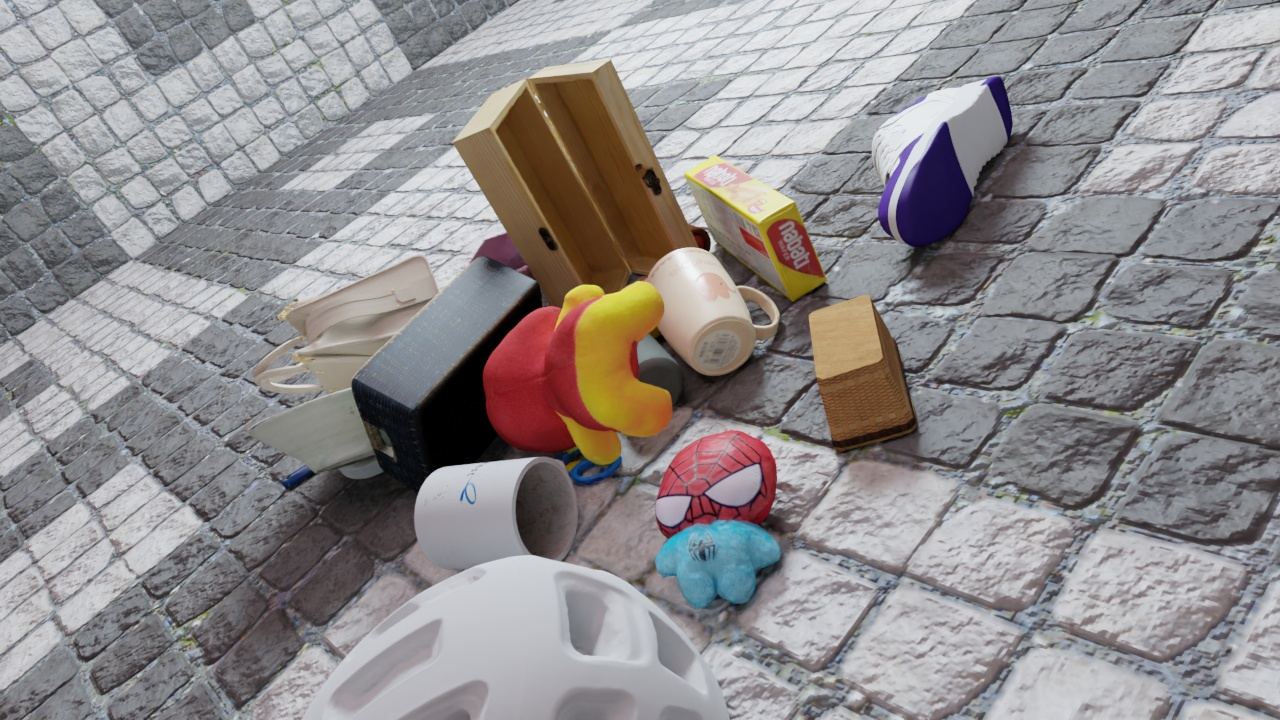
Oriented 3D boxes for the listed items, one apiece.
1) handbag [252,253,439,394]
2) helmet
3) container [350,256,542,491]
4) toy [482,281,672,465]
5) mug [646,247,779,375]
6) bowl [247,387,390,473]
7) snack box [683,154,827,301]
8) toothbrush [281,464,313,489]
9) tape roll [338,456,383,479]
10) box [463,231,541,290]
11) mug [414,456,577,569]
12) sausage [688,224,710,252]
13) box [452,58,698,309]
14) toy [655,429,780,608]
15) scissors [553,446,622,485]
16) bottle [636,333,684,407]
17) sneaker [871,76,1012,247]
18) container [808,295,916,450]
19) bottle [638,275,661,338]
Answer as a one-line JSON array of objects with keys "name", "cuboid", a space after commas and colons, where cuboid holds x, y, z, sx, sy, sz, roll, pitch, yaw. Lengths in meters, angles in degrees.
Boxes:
[{"name": "handbag", "cuboid": [-0.292, -0.012, 0.931, 0.197, 0.101, 0.195, -19, -16, -12]}, {"name": "helmet", "cuboid": [-0.098, 0.234, 0.525, 0.283, 0.184, 0.223, -42, 22, 19]}, {"name": "container", "cuboid": [-0.167, 0.016, 0.854, 0.071, 0.145, 0.186, 25, 54, 19]}, {"name": "toy", "cuboid": [-0.060, 0.012, 0.763, 0.217, 0.098, 0.147, -15, 71, 55]}, {"name": "mug", "cuboid": [0.070, -0.041, 0.829, 0.111, 0.085, 0.104, -4, 36, -16]}, {"name": "bowl", "cuboid": [-0.281, 0.068, 0.888, 0.176, 0.058, 0.177, -20, -4, -2]}, {"name": "snack box", "cuboid": [0.110, -0.136, 0.916, 0.042, 0.092, 0.200, -32, 30, -3]}, {"name": "toothbrush", "cuboid": [-0.313, 0.080, 1.015, 0.189, 0.017, 0.016, -35, 29, -11]}, {"name": "tape roll", "cuboid": [-0.282, 0.083, 0.968, 0.094, 0.019, 0.093, -15, 41, 13]}, {"name": "box", "cuboid": [-0.138, -0.114, 1.026, 0.099, 0.080, 0.232, -16, 11, 21]}, {"name": "mug", "cuboid": [-0.105, 0.113, 0.734, 0.097, 0.083, 0.119, -9, 21, 30]}, {"name": "sausage", "cuboid": [0.027, -0.145, 1.053, 0.040, 0.040, 0.156, -37, 31, -15]}, {"name": "box", "cuboid": [-0.058, -0.170, 0.952, 0.179, 0.249, 0.141, -25, 31, 6]}, {"name": "toy", "cuboid": [0.051, 0.106, 0.632, 0.092, 0.062, 0.132, -22, 42, 26]}, {"name": "scissors", "cuboid": [-0.073, 0.086, 0.808, 0.131, 0.018, 0.108, -14, 30, 22]}, {"name": "bottle", "cuboid": [-0.005, 0.005, 0.829, 0.060, 0.060, 0.108, -32, 30, -5]}, {"name": "sneaker", "cuboid": [0.263, -0.193, 0.881, 0.111, 0.092, 0.243, 2, 38, 42]}, {"name": "container", "cuboid": [0.162, 0.004, 0.689, 0.063, 0.061, 0.113, -18, 32, 18]}, {"name": "bottle", "cuboid": [0.009, -0.053, 0.916, 0.134, 0.048, 0.071, -29, 39, -2]}]
